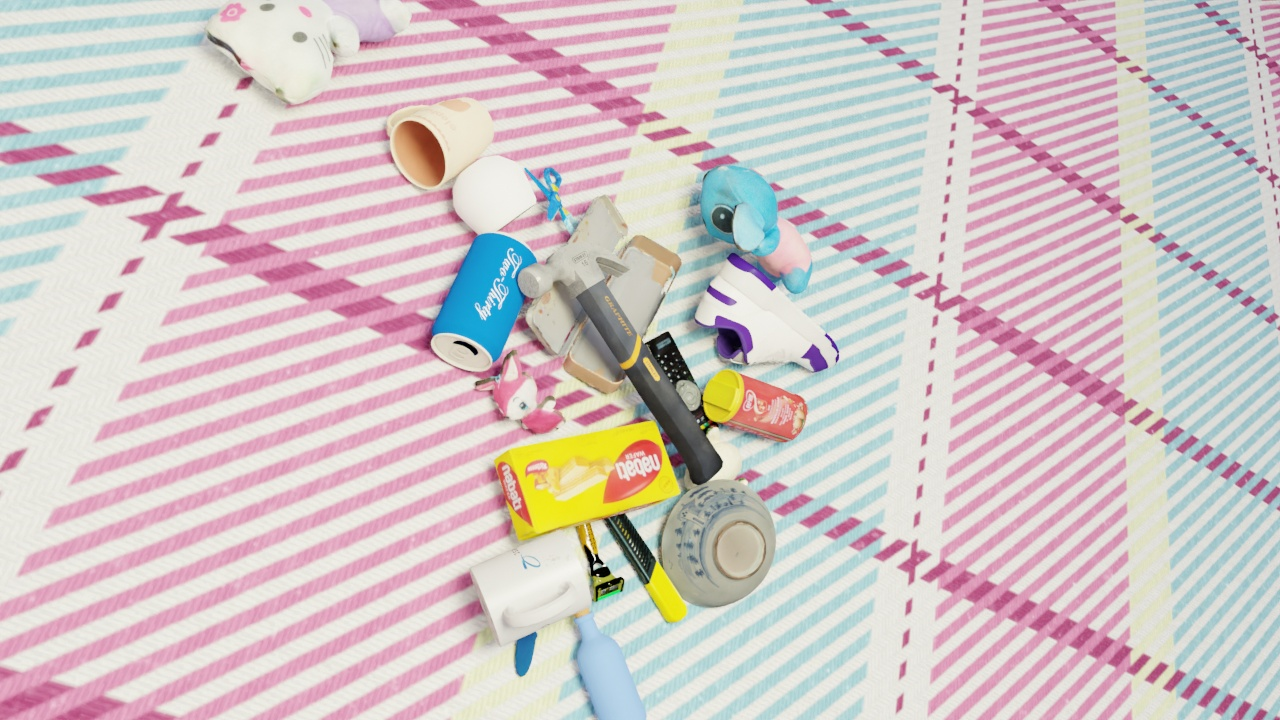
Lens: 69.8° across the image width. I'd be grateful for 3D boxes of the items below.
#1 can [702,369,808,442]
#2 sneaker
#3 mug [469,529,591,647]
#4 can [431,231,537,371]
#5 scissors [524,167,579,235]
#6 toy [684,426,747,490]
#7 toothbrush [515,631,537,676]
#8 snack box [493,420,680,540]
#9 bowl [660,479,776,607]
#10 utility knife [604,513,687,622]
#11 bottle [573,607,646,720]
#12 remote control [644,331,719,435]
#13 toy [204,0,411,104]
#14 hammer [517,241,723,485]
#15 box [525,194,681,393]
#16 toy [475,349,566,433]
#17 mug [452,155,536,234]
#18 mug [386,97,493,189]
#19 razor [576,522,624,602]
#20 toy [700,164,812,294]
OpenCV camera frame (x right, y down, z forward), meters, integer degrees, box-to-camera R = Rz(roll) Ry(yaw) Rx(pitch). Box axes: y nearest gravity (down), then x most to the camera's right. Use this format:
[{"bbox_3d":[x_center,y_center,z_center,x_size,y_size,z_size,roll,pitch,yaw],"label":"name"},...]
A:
[{"bbox_3d":[0.144,0.058,1.147,0.124,0.067,0.066,19,62,-33],"label":"can"},{"bbox_3d":[0.162,-0.029,1.189,0.111,0.092,0.244,-49,127,5],"label":"sneaker"},{"bbox_3d":[-0.103,0.227,0.897,0.096,0.120,0.083,-20,101,-18],"label":"mug"},{"bbox_3d":[-0.171,-0.067,1.013,0.079,0.079,0.145,29,59,-18],"label":"can"},{"bbox_3d":[-0.102,-0.191,1.117,0.130,0.014,0.125,51,22,-24],"label":"scissors"},{"bbox_3d":[0.091,0.135,1.104,0.087,0.050,0.112,-44,109,-31],"label":"toy"},{"bbox_3d":[-0.115,0.260,0.954,0.021,0.016,0.132,10,65,-11],"label":"toothbrush"},{"bbox_3d":[-0.054,0.128,1.004,0.200,0.042,0.092,-8,72,-39],"label":"snack box"},{"bbox_3d":[0.101,0.213,1.051,0.150,0.057,0.150,1,88,-23],"label":"bowl"},{"bbox_3d":[-0.017,0.193,1.036,0.028,0.020,0.233,-31,89,-41],"label":"utility knife"},{"bbox_3d":[-0.039,0.319,0.956,0.048,0.048,0.131,-17,80,-34],"label":"bottle"},{"bbox_3d":[0.049,0.034,1.139,0.045,0.021,0.140,-29,91,-38],"label":"remote control"},{"bbox_3d":[-0.368,-0.369,1.016,0.137,0.086,0.208,44,54,-5],"label":"toy"},{"bbox_3d":[-0.006,0.006,1.042,0.139,0.035,0.312,-36,95,-45],"label":"hammer"},{"bbox_3d":[-0.043,-0.082,1.106,0.157,0.071,0.216,45,54,-29],"label":"box"},{"bbox_3d":[-0.130,0.045,0.999,0.102,0.066,0.050,45,31,-5],"label":"toy"},{"bbox_3d":[-0.166,-0.198,1.070,0.076,0.090,0.123,54,29,-11],"label":"mug"},{"bbox_3d":[-0.236,-0.263,1.060,0.111,0.085,0.104,28,44,16],"label":"mug"},{"bbox_3d":[-0.058,0.191,1.012,0.044,0.021,0.144,-8,75,-47],"label":"razor"},{"bbox_3d":[0.151,-0.167,1.187,0.191,0.099,0.224,47,9,-23],"label":"toy"}]
